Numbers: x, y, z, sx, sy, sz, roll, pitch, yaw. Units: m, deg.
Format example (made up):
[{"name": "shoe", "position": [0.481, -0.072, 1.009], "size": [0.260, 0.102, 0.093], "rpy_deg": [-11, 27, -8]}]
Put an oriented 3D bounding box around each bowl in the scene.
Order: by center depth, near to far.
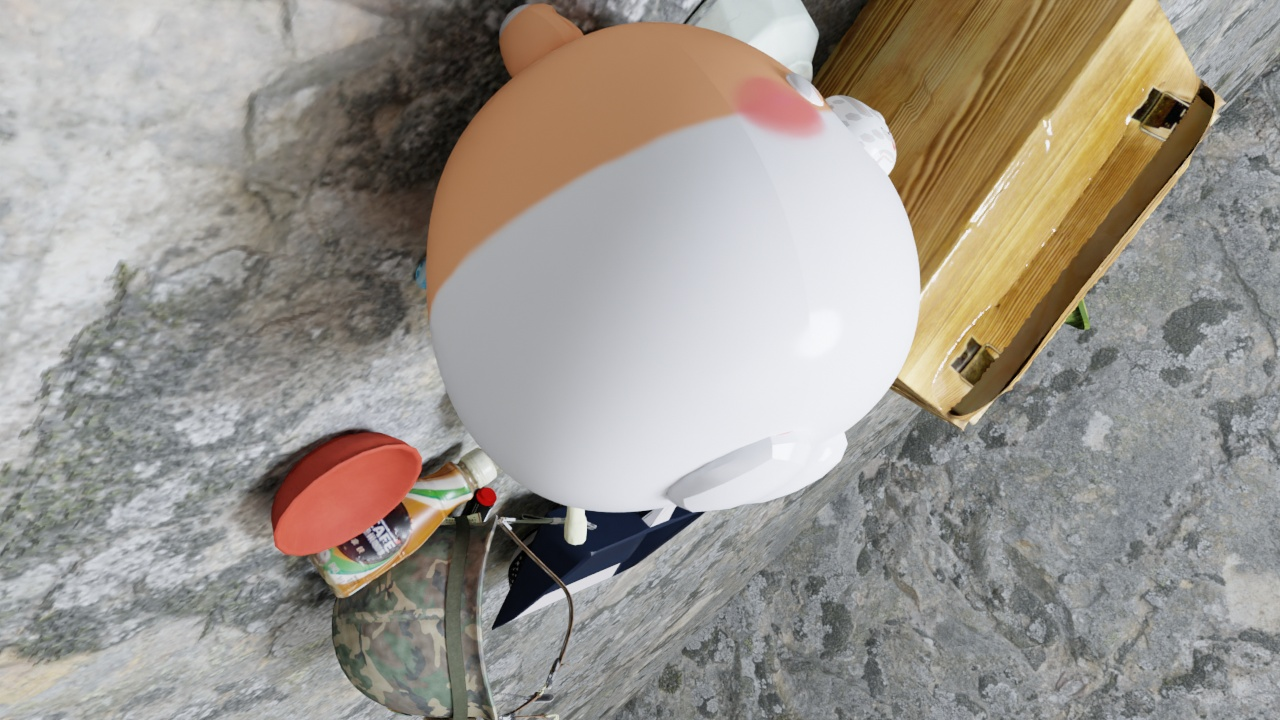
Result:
[{"name": "bowl", "position": [0.077, -0.198, 0.628], "size": [0.117, 0.061, 0.118], "rpy_deg": [-34, 158, -17]}, {"name": "bowl", "position": [-0.227, 0.094, 0.695], "size": [0.121, 0.035, 0.122], "rpy_deg": [-35, 158, -17]}, {"name": "bowl", "position": [-0.116, 0.243, 1.130], "size": [0.120, 0.066, 0.120], "rpy_deg": [-35, 158, -17]}]

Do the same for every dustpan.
[{"name": "dustpan", "position": [-0.016, 0.198, 1.043], "size": [0.235, 0.080, 0.274], "rpy_deg": [-8, 130, -54]}]

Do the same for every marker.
[{"name": "marker", "position": [-0.180, 0.182, 0.966], "size": [0.023, 0.021, 0.145], "rpy_deg": [-12, 144, -40]}]

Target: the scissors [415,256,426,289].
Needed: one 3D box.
[{"name": "scissors", "position": [-0.093, -0.073, 0.642], "size": [0.137, 0.012, 0.128], "rpy_deg": [-36, 157, -20]}]

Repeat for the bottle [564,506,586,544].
[{"name": "bottle", "position": [-0.059, 0.084, 0.835], "size": [0.045, 0.045, 0.185], "rpy_deg": [-19, 119, -45]}]

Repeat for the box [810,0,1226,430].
[{"name": "box", "position": [0.245, -0.106, 0.679], "size": [0.220, 0.258, 0.279], "rpy_deg": [34, 95, -34]}]

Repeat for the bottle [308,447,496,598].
[{"name": "bottle", "position": [-0.199, 0.132, 0.783], "size": [0.166, 0.059, 0.059], "rpy_deg": [-33, 157, -21]}]

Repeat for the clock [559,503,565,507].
[{"name": "clock", "position": [-0.043, 0.131, 1.061], "size": [0.129, 0.052, 0.090], "rpy_deg": [-48, 158, 13]}]

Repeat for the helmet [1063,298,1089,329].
[{"name": "helmet", "position": [0.363, -0.111, 1.047], "size": [0.213, 0.247, 0.242], "rpy_deg": [-30, -159, 15]}]

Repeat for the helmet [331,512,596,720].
[{"name": "helmet", "position": [-0.161, 0.241, 0.863], "size": [0.236, 0.192, 0.224], "rpy_deg": [-2, 163, -1]}]

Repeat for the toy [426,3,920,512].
[{"name": "toy", "position": [0.015, -0.055, 0.504], "size": [0.266, 0.280, 0.262], "rpy_deg": [-28, 164, 22]}]
